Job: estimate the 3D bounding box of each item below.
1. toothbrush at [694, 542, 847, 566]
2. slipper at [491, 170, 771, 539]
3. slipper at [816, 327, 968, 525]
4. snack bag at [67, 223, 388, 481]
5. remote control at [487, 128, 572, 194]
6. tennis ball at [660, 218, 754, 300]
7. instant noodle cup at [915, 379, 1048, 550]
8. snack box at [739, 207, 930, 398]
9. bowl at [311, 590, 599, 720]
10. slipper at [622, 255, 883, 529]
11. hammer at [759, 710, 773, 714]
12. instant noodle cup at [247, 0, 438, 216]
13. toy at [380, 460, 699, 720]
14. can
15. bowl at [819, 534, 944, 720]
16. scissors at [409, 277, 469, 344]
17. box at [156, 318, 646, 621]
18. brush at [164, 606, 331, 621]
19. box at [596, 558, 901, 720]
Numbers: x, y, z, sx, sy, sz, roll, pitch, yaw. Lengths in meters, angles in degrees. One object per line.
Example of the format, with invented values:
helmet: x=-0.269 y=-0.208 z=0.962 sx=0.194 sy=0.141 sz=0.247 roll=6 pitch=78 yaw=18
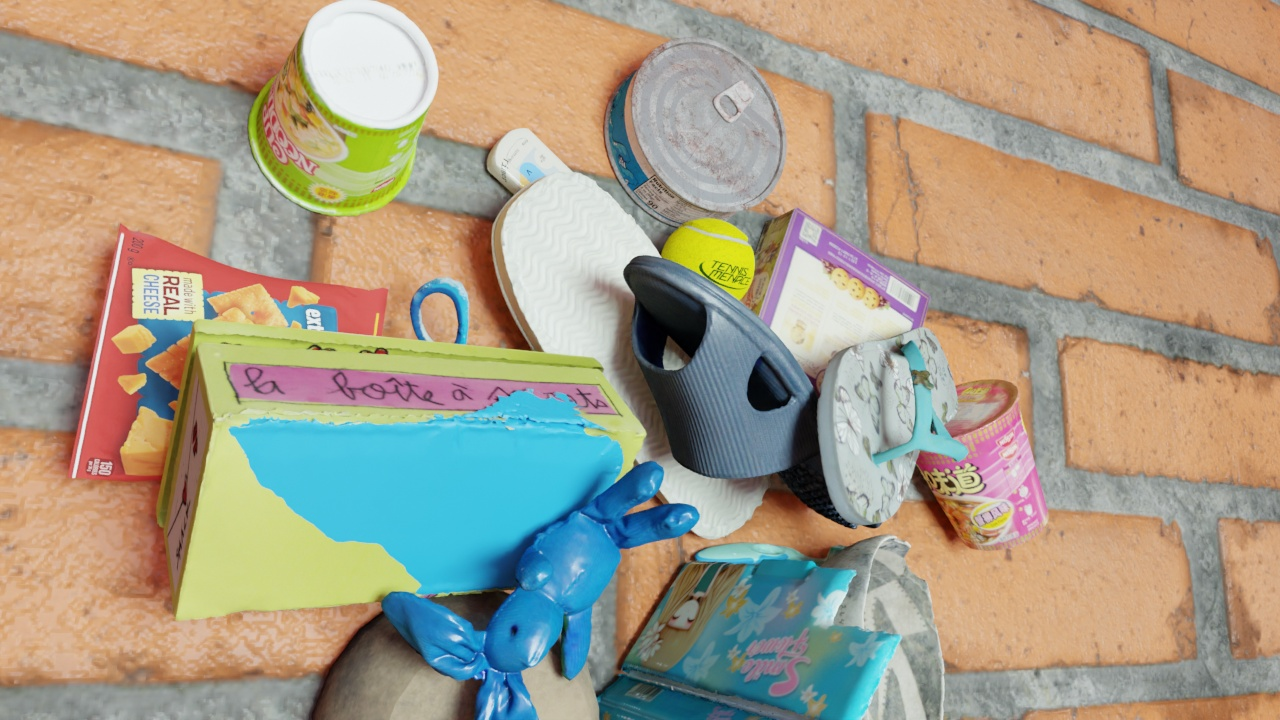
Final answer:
toothbrush: x=0.098 y=0.139 z=0.653 sx=0.135 sy=0.022 sz=0.017 roll=8 pitch=108 yaw=-28
slipper: x=-0.004 y=0.004 z=0.607 sx=0.114 sy=0.054 sz=0.273 roll=-41 pitch=109 yaw=-27
slipper: x=0.179 y=0.022 z=0.596 sx=0.268 sy=0.055 sz=0.098 roll=-27 pitch=95 yaw=-58
snack bag: x=-0.215 y=0.008 z=0.496 sx=0.144 sy=0.039 sz=0.130 roll=14 pitch=75 yaw=-37
remote control: x=-0.049 y=-0.105 z=0.623 sx=0.125 sy=0.018 sz=0.038 roll=42 pitch=64 yaw=-17
tennis ball: x=0.047 y=-0.066 z=0.639 sx=0.065 sy=0.066 sz=0.065 roll=6 pitch=77 yaw=-28
instant noodle cup: x=0.266 y=0.085 z=0.718 sx=0.097 sy=0.098 sz=0.108 roll=-35 pitch=105 yaw=-29
snack box: x=0.141 y=-0.017 z=0.695 sx=0.143 sy=0.041 sz=0.147 roll=29 pitch=68 yaw=-21
bowl: x=-0.094 y=0.207 z=0.506 sx=0.162 sy=0.070 sz=0.162 roll=6 pitch=77 yaw=-27
slipper: x=0.060 y=0.043 z=0.567 sx=0.082 sy=0.101 sz=0.263 roll=-50 pitch=122 yaw=-11
hammer: x=0.084 y=0.296 z=0.579 sx=0.036 sy=0.123 sz=0.320 roll=-4 pitch=93 yaw=-25
instant noodle cup: x=-0.163 y=-0.144 z=0.517 sx=0.098 sy=0.108 sz=0.099 roll=5 pitch=78 yaw=-27
toy: x=-0.050 y=0.118 z=0.461 sx=0.113 sy=0.071 sz=0.176 roll=45 pitch=83 yaw=-16
can: x=0.041 y=-0.164 z=0.667 sx=0.129 sy=0.044 sz=0.130 roll=6 pitch=77 yaw=-27
bowl: x=0.144 y=0.209 z=0.618 sx=0.178 sy=0.081 sz=0.178 roll=30 pitch=53 yaw=-52
scissors: x=-0.096 y=0.012 z=0.544 sx=0.134 sy=0.011 sz=0.140 roll=-13 pitch=111 yaw=-2
box: x=-0.118 y=0.057 z=0.475 sx=0.220 sy=0.083 sz=0.125 roll=2 pitch=122 yaw=-35
brush: x=-0.185 y=0.114 z=0.506 sx=0.126 sy=0.017 sz=0.048 roll=5 pitch=78 yaw=-28
box: x=0.053 y=0.191 z=0.498 sx=0.085 sy=0.228 sz=0.169 roll=8 pitch=77 yaw=-27
